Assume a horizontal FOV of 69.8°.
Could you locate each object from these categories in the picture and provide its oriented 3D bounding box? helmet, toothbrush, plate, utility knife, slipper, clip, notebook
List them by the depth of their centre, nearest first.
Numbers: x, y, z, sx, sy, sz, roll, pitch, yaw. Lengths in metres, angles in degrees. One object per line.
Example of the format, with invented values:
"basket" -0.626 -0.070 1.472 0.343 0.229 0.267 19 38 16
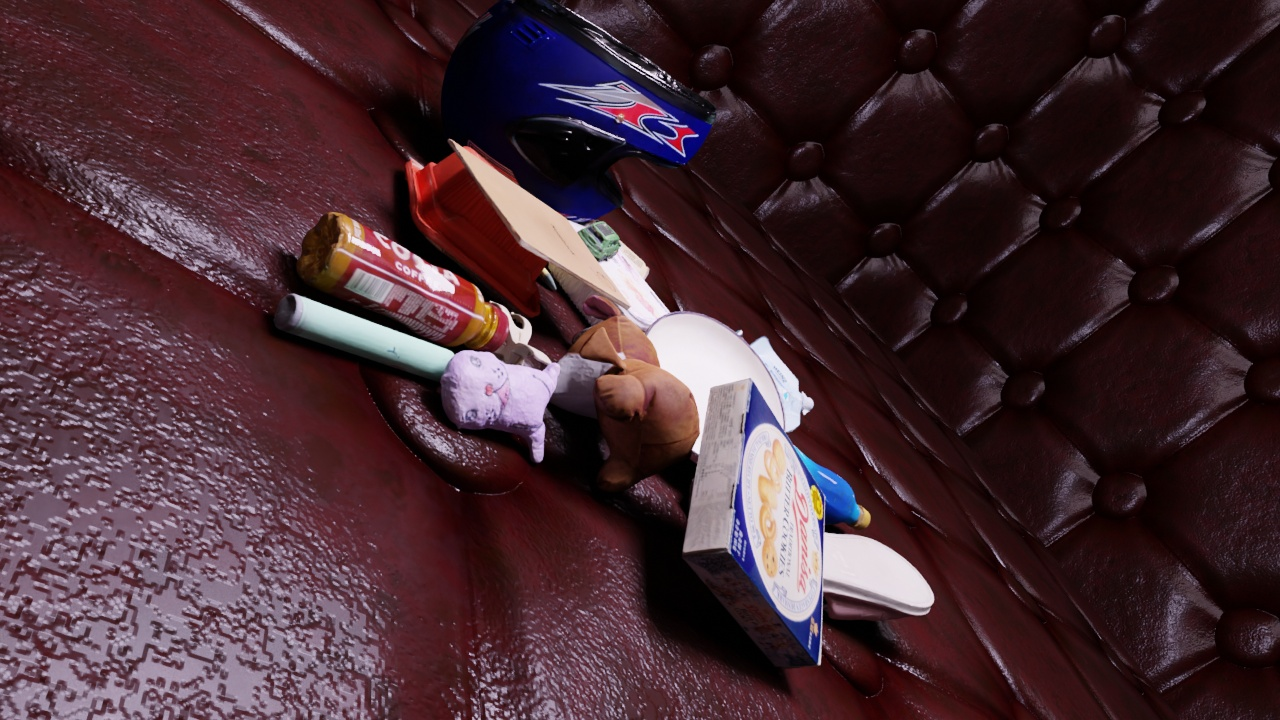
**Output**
"toothbrush" -0.169 -0.003 0.685 0.026 0.027 0.224 22 -1 39
"clip" -0.105 -0.023 0.789 0.034 0.081 0.105 31 -6 -39
"notebook" -0.094 -0.130 0.907 0.147 0.008 0.207 54 13 27
"plate" 0.070 0.038 0.971 0.192 0.039 0.192 22 48 -27
"slipper" 0.216 0.234 1.000 0.274 0.054 0.114 19 26 -33
"utility knife" -0.160 -0.159 1.071 0.198 0.021 0.031 54 -13 11
"helmet" -0.092 -0.286 1.129 0.315 0.241 0.247 24 23 -25

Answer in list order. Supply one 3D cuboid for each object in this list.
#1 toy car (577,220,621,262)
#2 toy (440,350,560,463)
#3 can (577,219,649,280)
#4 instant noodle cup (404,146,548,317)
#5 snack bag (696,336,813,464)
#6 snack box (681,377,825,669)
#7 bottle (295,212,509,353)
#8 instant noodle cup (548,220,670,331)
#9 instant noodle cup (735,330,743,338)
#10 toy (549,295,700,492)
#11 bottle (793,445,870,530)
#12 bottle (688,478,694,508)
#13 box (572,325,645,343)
"toy car" -0.047 -0.141 1.076 0.043 0.036 0.091 45 14 1
"toy" -0.110 0.030 0.709 0.108 0.039 0.083 21 71 -45
"can" -0.048 -0.140 1.229 0.116 0.059 0.058 40 18 -18
"instant noodle cup" -0.159 -0.143 0.942 0.164 0.079 0.188 40 13 -34
"snack bag" 0.120 0.054 1.053 0.110 0.039 0.190 47 50 12
"snack box" 0.106 0.140 0.791 0.182 0.046 0.177 53 34 -35
"bottle" -0.179 -0.053 0.721 0.174 0.057 0.057 29 24 -44
"instant noodle cup" -0.041 -0.085 1.119 0.173 0.060 0.137 51 18 20
"instant noodle cup" 0.115 0.041 1.140 0.120 0.111 0.111 54 17 0
"toy" -0.025 0.029 0.832 0.130 0.140 0.199 -3 31 -9
"bottle" 0.222 0.165 1.159 0.218 0.065 0.065 34 21 -36
"bottle" 0.119 0.142 0.956 0.194 0.080 0.044 13 80 -61
"box" -0.003 0.010 1.006 0.163 0.076 0.087 26 46 -55
